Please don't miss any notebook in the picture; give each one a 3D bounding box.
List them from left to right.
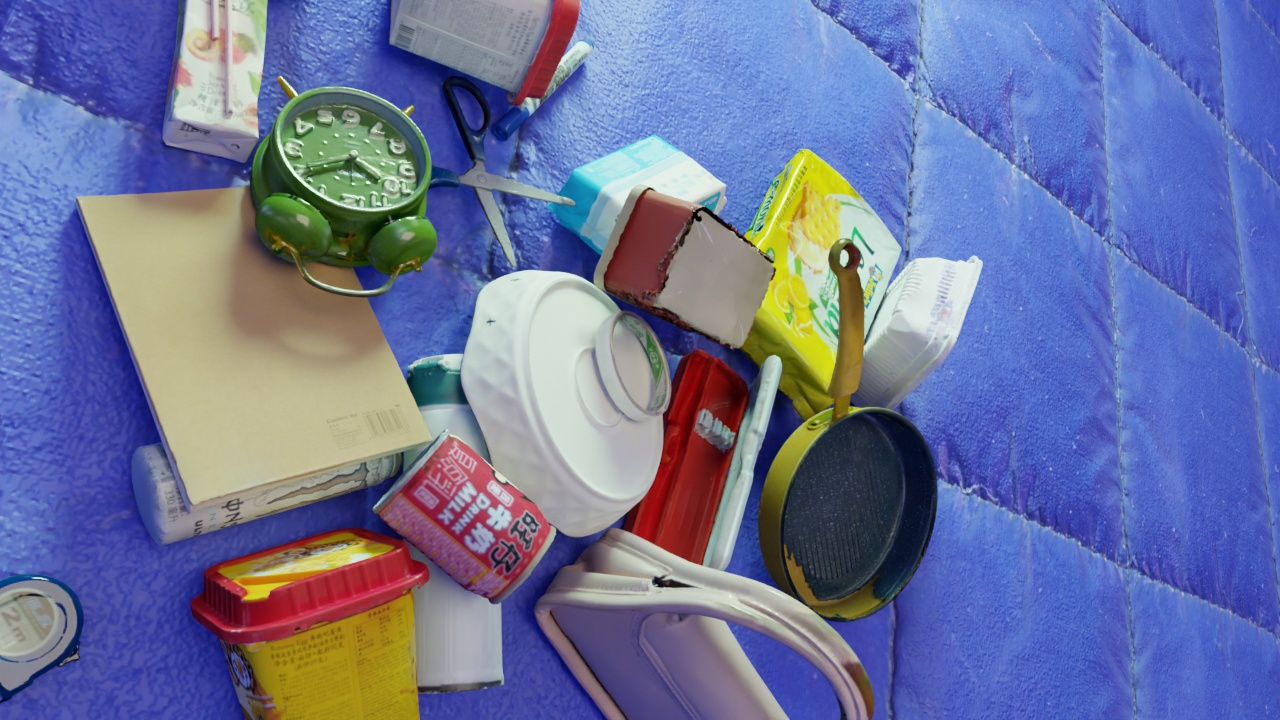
[{"bbox_3d":[-0.235,-0.022,0.567,0.149,0.012,0.211,-14,68,-41],"label":"notebook"}]

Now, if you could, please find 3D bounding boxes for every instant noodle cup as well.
[{"bbox_3d":[-0.186,0.174,0.537,0.115,0.116,0.123,-13,98,-39],"label":"instant noodle cup"},{"bbox_3d":[-0.122,-0.276,0.702,0.124,0.117,0.116,8,58,-25],"label":"instant noodle cup"},{"bbox_3d":[0.257,-0.026,0.910,0.060,0.174,0.137,30,57,1],"label":"instant noodle cup"}]

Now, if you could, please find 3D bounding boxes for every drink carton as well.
[{"bbox_3d":[-0.277,-0.199,0.603,0.053,0.046,0.122,9,72,-35],"label":"drink carton"}]

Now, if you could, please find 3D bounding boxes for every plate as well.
[{"bbox_3d":[-0.046,0.024,0.679,0.204,0.046,0.204,36,45,-46],"label":"plate"}]

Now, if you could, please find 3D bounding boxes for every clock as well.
[{"bbox_3d":[-0.194,-0.111,0.608,0.116,0.056,0.161,5,62,-28],"label":"clock"}]

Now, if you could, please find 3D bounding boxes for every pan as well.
[{"bbox_3d":[0.184,0.066,0.806,0.197,0.078,0.357,-23,108,-29],"label":"pan"}]

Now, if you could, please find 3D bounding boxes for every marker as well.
[{"bbox_3d":[-0.081,-0.234,0.786,0.017,0.017,0.145,47,54,-18],"label":"marker"}]

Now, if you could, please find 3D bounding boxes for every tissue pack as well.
[{"bbox_3d":[0.000,-0.132,0.777,0.090,0.063,0.139,39,48,18],"label":"tissue pack"}]

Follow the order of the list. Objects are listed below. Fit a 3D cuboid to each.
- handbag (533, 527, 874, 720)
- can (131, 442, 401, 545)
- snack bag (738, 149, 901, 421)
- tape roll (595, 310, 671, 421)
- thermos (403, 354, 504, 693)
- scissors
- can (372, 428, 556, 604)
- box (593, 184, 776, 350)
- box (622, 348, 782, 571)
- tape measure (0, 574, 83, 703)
[{"bbox_3d":[0.052,0.207,0.626,0.093,0.235,0.193,-44,106,-35],"label":"handbag"},{"bbox_3d":[-0.226,0.065,0.562,0.146,0.058,0.058,-13,86,-40],"label":"can"},{"bbox_3d":[0.159,-0.082,0.898,0.158,0.068,0.245,43,57,-20],"label":"snack bag"},{"bbox_3d":[-0.004,0.004,0.701,0.085,0.014,0.085,38,42,-46],"label":"tape roll"},{"bbox_3d":[-0.127,0.105,0.625,0.073,0.073,0.224,7,73,-37],"label":"thermos"},{"bbox_3d":[-0.131,-0.149,0.705,0.173,0.012,0.162,8,64,-23],"label":"scissors"},{"bbox_3d":[-0.105,0.096,0.559,0.094,0.067,0.066,43,55,-8],"label":"can"},{"bbox_3d":[0.046,-0.064,0.720,0.168,0.077,0.091,21,93,-60],"label":"box"},{"bbox_3d":[0.067,0.085,0.762,0.095,0.098,0.201,35,58,-27],"label":"box"},{"bbox_3d":[-0.326,0.141,0.484,0.054,0.025,0.058,-34,103,-41],"label":"tape measure"}]
